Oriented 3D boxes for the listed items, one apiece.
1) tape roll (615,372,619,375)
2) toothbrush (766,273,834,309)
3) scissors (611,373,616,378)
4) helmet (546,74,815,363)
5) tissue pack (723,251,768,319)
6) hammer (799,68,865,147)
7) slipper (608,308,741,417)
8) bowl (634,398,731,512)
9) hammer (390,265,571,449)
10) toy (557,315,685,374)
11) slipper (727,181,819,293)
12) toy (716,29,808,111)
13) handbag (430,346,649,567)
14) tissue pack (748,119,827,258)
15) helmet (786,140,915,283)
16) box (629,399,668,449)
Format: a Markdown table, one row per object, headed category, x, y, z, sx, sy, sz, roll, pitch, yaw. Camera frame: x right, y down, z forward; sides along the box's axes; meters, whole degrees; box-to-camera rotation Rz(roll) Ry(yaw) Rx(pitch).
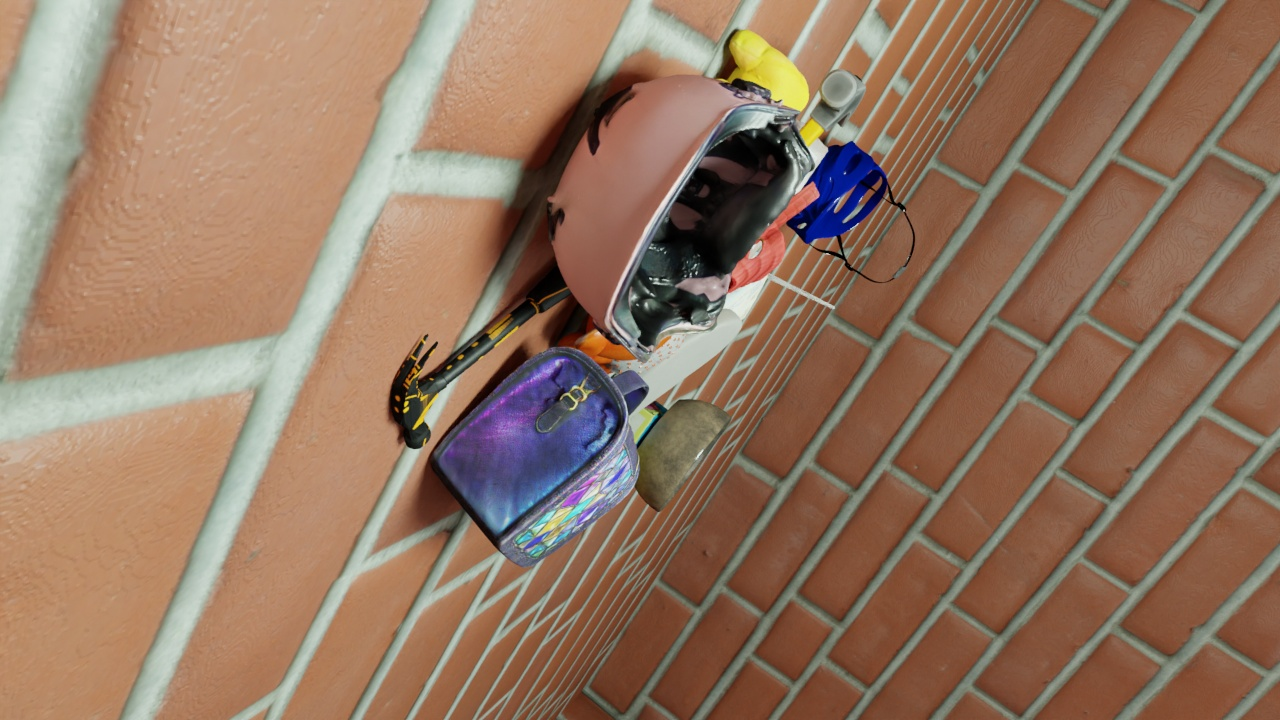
| category | x | y | z | sx | sy | sz | roll | pitch | yaw |
| --- | --- | --- | --- | --- | --- | --- | --- | --- | --- |
| tape roll | -0.001 | -0.017 | 1.183 | 0.092 | 0.013 | 0.093 | -33 | 151 | -22 |
| toothbrush | 0.191 | -0.116 | 1.286 | 0.010 | 0.181 | 0.010 | -54 | 165 | -32 |
| scissors | 0.015 | -0.038 | 1.231 | 0.228 | 0.016 | 0.133 | -57 | 167 | 14 |
| helmet | 0.019 | -0.131 | 0.741 | 0.230 | 0.152 | 0.254 | -59 | 164 | 25 |
| tissue pack | 0.099 | -0.078 | 1.239 | 0.181 | 0.070 | 0.112 | -39 | 161 | -46 |
| hammer | 0.126 | -0.184 | 1.020 | 0.325 | 0.034 | 0.169 | -47 | 175 | 17 |
| slipper | -0.006 | 0.006 | 1.099 | 0.266 | 0.080 | 0.113 | -38 | 160 | 7 |
| bowl | 0.047 | 0.119 | 1.231 | 0.162 | 0.070 | 0.162 | -51 | 171 | -12 |
| hammer | -0.094 | -0.051 | 0.810 | 0.319 | 0.036 | 0.123 | -43 | 162 | -31 |
| toy | -0.009 | -0.041 | 0.953 | 0.164 | 0.093 | 0.172 | -29 | 173 | 0 |
| slipper | 0.140 | -0.130 | 1.120 | 0.248 | 0.059 | 0.104 | -40 | -179 | -21 |
| toy | 0.092 | -0.221 | 0.917 | 0.194 | 0.087 | 0.134 | -57 | 170 | 6 |
| handbag | -0.081 | 0.090 | 0.932 | 0.221 | 0.125 | 0.205 | -40 | 163 | -11 |
| tissue pack | 0.157 | -0.224 | 1.193 | 0.181 | 0.071 | 0.103 | -59 | 151 | 9 |
| helmet | 0.325 | -0.223 | 1.388 | 0.240 | 0.227 | 0.148 | -35 | 166 | -51 |
| box | -0.029 | 0.097 | 1.257 | 0.124 | 0.082 | 0.221 | -53 | 172 | 5 |
